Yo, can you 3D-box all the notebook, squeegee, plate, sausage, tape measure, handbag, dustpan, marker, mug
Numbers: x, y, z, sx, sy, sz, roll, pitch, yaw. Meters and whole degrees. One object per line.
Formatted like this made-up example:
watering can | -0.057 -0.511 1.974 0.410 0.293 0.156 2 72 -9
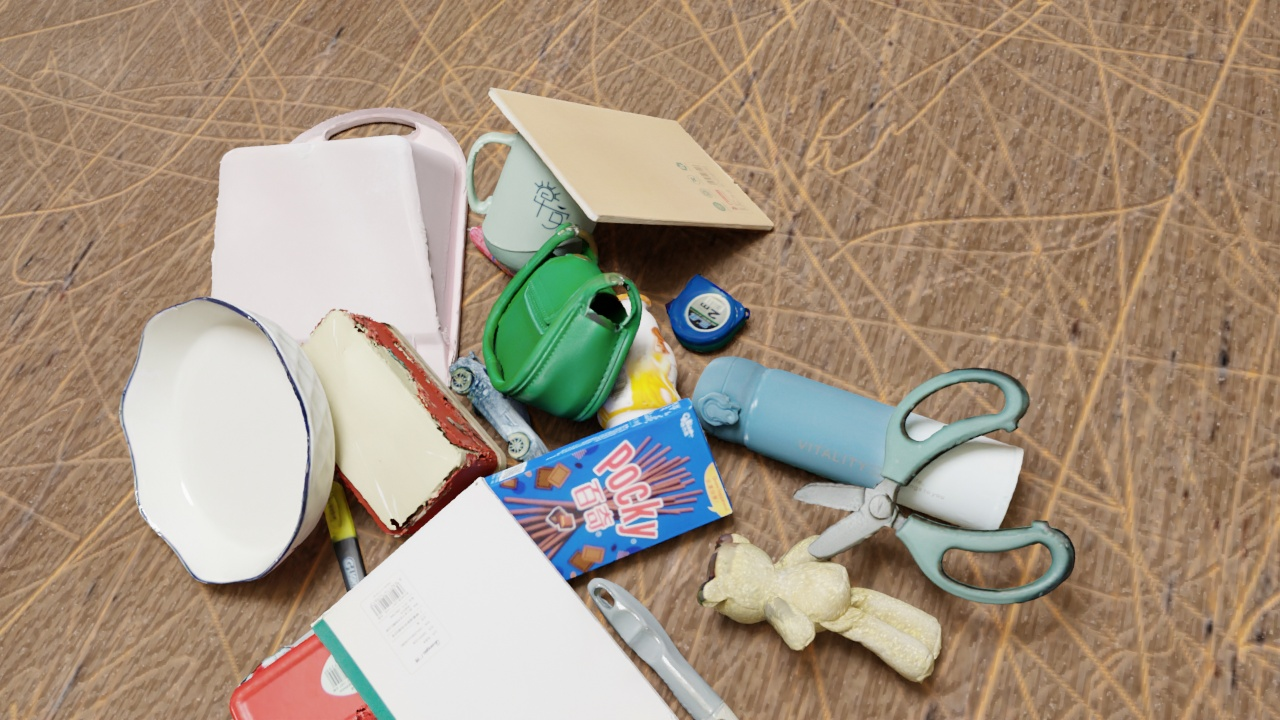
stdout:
notebook | -0.094 0.201 0.583 0.150 0.012 0.209 -41 77 -2
squeegee | 0.048 0.230 0.580 0.246 0.039 0.246 -49 59 4
plate | -0.295 0.057 0.663 0.205 0.045 0.205 3 97 29
sausage | -0.091 -0.069 0.759 0.156 0.020 0.020 38 75 22
tape measure | 0.050 -0.034 0.716 0.058 0.025 0.054 37 76 27
notebook | 0.000 -0.153 0.712 0.207 0.008 0.147 -7 50 -46
handbag | -0.057 -0.029 0.662 0.120 0.068 0.131 -60 27 14
dustpan | -0.250 -0.099 0.806 0.223 0.138 0.273 0 92 8
marker | -0.215 0.144 0.676 0.018 0.015 0.124 -25 64 0
mug | -0.086 -0.130 0.723 0.111 0.107 0.082 21 31 -15

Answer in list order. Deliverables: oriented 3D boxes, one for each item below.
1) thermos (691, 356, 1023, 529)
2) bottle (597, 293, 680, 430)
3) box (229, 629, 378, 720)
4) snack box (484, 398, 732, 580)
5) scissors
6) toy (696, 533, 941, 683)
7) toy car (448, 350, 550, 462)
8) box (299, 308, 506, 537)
thermos | 0.144 0.055 0.635 0.220 0.070 0.070 19 68 16
bottle | -0.004 0.004 0.684 0.063 0.063 0.108 -9 64 4
box | -0.178 0.197 0.628 0.201 0.048 0.087 -35 73 -9
snack box | -0.023 0.094 0.636 0.157 0.026 0.084 -22 103 0
scissors | 0.191 0.097 0.572 0.174 0.019 0.177 -38 76 5
toy | 0.117 0.161 0.595 0.157 0.066 0.104 19 36 13
toy car | -0.099 0.043 0.685 0.036 0.054 0.120 -38 65 -8
box | -0.187 0.042 0.669 0.091 0.079 0.168 -48 69 7
